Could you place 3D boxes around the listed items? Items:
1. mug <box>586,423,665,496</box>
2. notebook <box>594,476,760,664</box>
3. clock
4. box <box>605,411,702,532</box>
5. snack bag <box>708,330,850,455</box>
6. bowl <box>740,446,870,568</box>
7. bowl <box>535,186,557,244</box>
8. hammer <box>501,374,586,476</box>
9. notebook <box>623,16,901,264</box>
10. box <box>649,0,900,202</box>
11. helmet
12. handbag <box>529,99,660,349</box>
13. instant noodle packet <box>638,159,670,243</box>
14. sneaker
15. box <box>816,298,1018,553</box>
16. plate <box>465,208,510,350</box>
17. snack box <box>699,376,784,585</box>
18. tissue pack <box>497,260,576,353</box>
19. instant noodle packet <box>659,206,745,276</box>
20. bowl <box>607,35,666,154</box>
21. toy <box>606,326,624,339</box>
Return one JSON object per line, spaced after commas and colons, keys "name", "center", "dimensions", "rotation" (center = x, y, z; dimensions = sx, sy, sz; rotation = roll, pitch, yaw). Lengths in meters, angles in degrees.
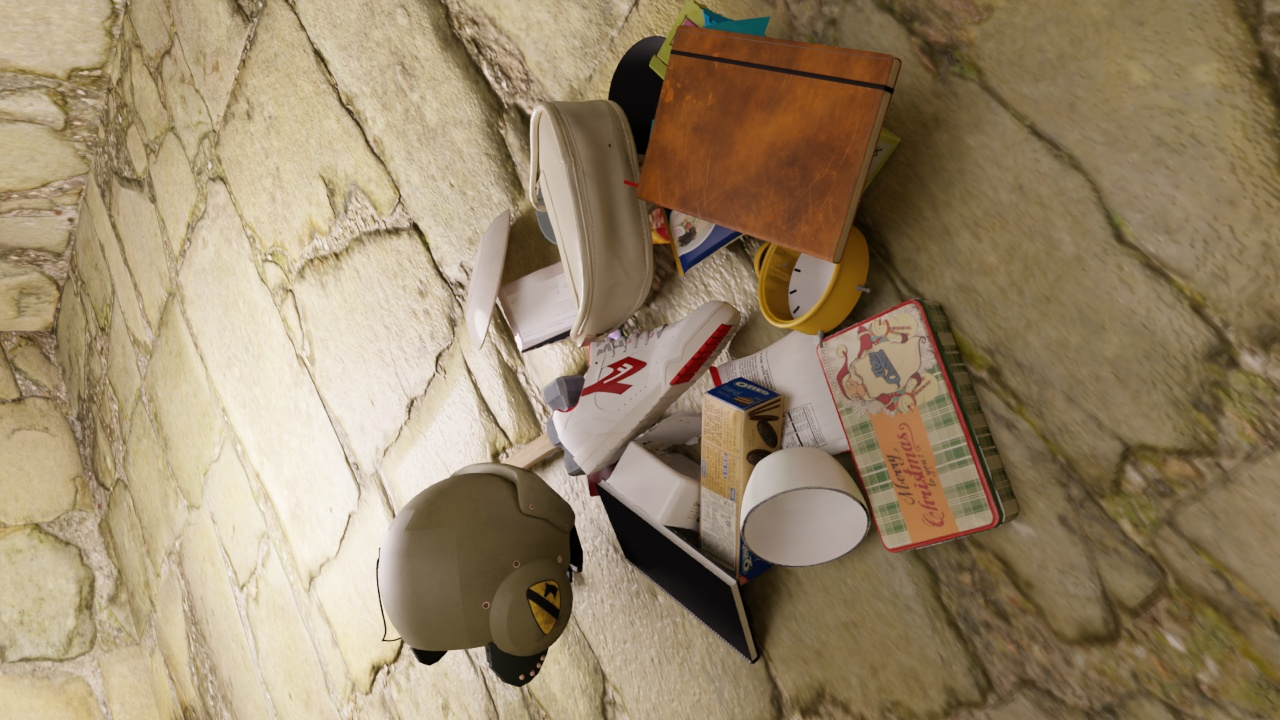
{"name": "mug", "center": [-0.015, 0.107, 1.048], "dimensions": [0.106, 0.073, 0.082], "rotation": [-14, 81, 33]}
{"name": "notebook", "center": [0.038, 0.222, 0.976], "dimensions": [0.207, 0.016, 0.149], "rotation": [31, 150, 40]}
{"name": "clock", "center": [0.157, -0.090, 0.859], "dimensions": [0.114, 0.052, 0.151], "rotation": [-54, 34, 32]}
{"name": "box", "center": [0.049, 0.101, 0.965], "dimensions": [0.103, 0.110, 0.130], "rotation": [34, 96, 41]}
{"name": "snack bag", "center": [0.137, 0.045, 0.911], "dimensions": [0.144, 0.039, 0.130], "rotation": [-27, 77, 44]}
{"name": "bowl", "center": [0.147, 0.130, 0.842], "dimensions": [0.117, 0.116, 0.065], "rotation": [-51, 26, 34]}
{"name": "bowl", "center": [-0.080, -0.193, 1.122], "dimensions": [0.106, 0.039, 0.106], "rotation": [2, 93, 45]}
{"name": "hammer", "center": [-0.158, 0.133, 1.212], "dimensions": [0.324, 0.051, 0.117], "rotation": [-34, 68, 44]}
{"name": "notebook", "center": [0.094, -0.203, 0.791], "dimensions": [0.249, 0.014, 0.178], "rotation": [27, 109, 41]}
{"name": "box", "center": [0.121, -0.241, 0.859], "dimensions": [0.221, 0.124, 0.082], "rotation": [48, 121, 31]}
{"name": "helmet", "center": [-0.173, 0.236, 1.066], "dimensions": [0.251, 0.255, 0.233], "rotation": [-8, 89, 44]}
{"name": "handbag", "center": [-0.040, -0.151, 0.986], "dimensions": [0.184, 0.131, 0.229], "rotation": [129, 129, -60]}
{"name": "instant noodle packet", "center": [0.045, -0.177, 0.998], "dimensions": [0.136, 0.039, 0.098], "rotation": [3, 90, 44]}
{"name": "sneaker", "center": [-0.005, 0.006, 0.973], "dimensions": [0.104, 0.090, 0.237], "rotation": [47, 107, 13]}
{"name": "box", "center": [0.238, 0.057, 0.804], "dimensions": [0.118, 0.050, 0.205], "rotation": [-27, 73, 44]}
{"name": "plate", "center": [-0.203, -0.108, 1.191], "dimensions": [0.189, 0.027, 0.188], "rotation": [-169, 91, -76]}
{"name": "snack box", "center": [0.098, 0.122, 0.908], "dimensions": [0.056, 0.057, 0.207], "rotation": [25, 125, 43]}
{"name": "tissue pack", "center": [-0.091, -0.080, 1.129], "dimensions": [0.182, 0.071, 0.104], "rotation": [-18, 94, 46]}
{"name": "instant noodle packet", "center": [0.078, -0.153, 0.926], "dimensions": [0.135, 0.026, 0.087], "rotation": [-29, 67, 37]}
{"name": "bowl", "center": [0.025, -0.284, 1.001], "dimensions": [0.124, 0.052, 0.124], "rotation": [2, 93, 45]}
{"name": "toy", "center": [-0.015, -0.001, 1.065], "dimensions": [0.100, 0.036, 0.080], "rotation": [10, 103, 45]}
